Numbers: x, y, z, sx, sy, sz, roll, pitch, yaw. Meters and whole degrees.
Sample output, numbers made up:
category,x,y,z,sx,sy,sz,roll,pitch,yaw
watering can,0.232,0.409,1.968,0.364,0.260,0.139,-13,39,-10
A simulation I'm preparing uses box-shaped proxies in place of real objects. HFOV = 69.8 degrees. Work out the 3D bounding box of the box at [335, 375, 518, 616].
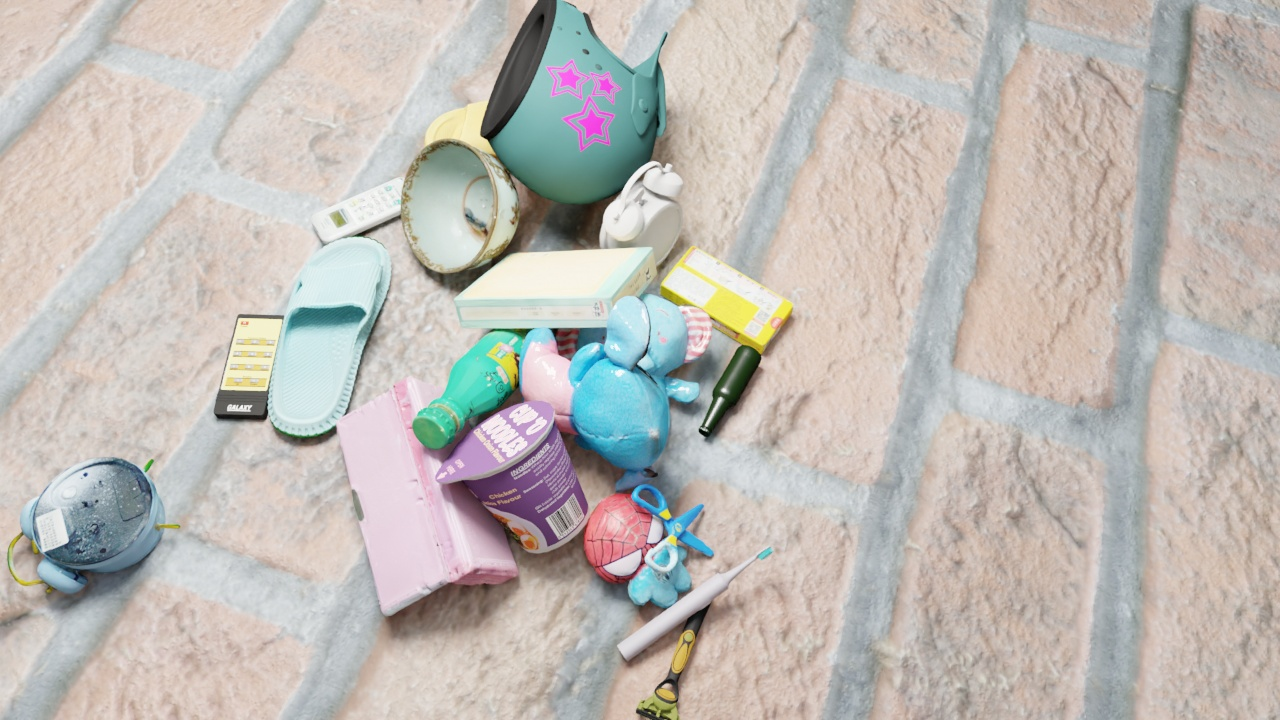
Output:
category,x,y,z,sx,sy,sz,roll,pitch,yaw
box,-0.233,0.146,0.981,0.116,0.106,0.232,-32,64,18

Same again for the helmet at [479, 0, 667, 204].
category,x,y,z,sx,sy,sz,roll,pitch,yaw
helmet,-0.064,-0.314,1.121,0.200,0.177,0.274,27,59,-26

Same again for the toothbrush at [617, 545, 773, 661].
category,x,y,z,sx,sy,sz,roll,pitch,yaw
toothbrush,0.058,0.246,0.943,0.188,0.018,0.019,-34,46,-8

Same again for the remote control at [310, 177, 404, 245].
category,x,y,z,sx,sy,sz,roll,pitch,yaw
remote control,-0.351,-0.190,1.175,0.133,0.022,0.050,-29,67,-18

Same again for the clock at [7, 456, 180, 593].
category,x,y,z,sx,sy,sz,roll,pitch,yaw
clock,-0.569,0.170,0.943,0.162,0.060,0.118,-25,65,-15

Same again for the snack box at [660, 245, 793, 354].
category,x,y,z,sx,sy,sz,roll,pitch,yaw
snack box,0.106,-0.076,1.140,0.152,0.025,0.075,32,64,14

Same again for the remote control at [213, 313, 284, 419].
category,x,y,z,sx,sy,sz,roll,pitch,yaw
remote control,-0.452,0.006,1.067,0.058,0.013,0.133,1,61,-3

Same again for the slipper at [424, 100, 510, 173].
category,x,y,z,sx,sy,sz,roll,pitch,yaw
slipper,-0.154,-0.305,1.220,0.263,0.079,0.099,4,61,-4

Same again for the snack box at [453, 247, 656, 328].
category,x,y,z,sx,sy,sz,roll,pitch,yaw
snack box,-0.095,-0.085,1.051,0.194,0.044,0.141,1,28,21

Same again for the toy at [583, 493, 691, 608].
category,x,y,z,sx,sy,sz,roll,pitch,yaw
toy,-0.003,0.201,0.963,0.133,0.062,0.092,44,67,7

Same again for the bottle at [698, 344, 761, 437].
category,x,y,z,sx,sy,sz,roll,pitch,yaw
bottle,0.102,0.037,1.073,0.033,0.033,0.122,27,64,11

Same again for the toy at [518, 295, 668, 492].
category,x,y,z,sx,sy,sz,roll,pitch,yaw
toy,-0.051,0.033,0.969,0.192,0.224,0.098,21,39,32

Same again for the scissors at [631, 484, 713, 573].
category,x,y,z,sx,sy,sz,roll,pitch,yaw
scissors,0.035,0.181,0.959,0.125,0.016,0.123,37,46,-28

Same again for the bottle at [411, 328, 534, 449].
category,x,y,z,sx,sy,sz,roll,pitch,yaw
bottle,-0.173,0.022,0.999,0.068,0.068,0.209,25,37,10

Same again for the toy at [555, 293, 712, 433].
category,x,y,z,sx,sy,sz,roll,pitch,yaw
toy,-0.006,0.006,1.048,0.183,0.115,0.180,-3,74,-1

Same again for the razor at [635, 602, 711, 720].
category,x,y,z,sx,sy,sz,roll,pitch,yaw
razor,0.042,0.298,0.935,0.044,0.021,0.143,21,60,8

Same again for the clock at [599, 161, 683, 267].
category,x,y,z,sx,sy,sz,roll,pitch,yaw
clock,0.001,-0.175,1.115,0.061,0.159,0.119,33,64,24

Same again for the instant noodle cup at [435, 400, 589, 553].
category,x,y,z,sx,sy,sz,roll,pitch,yaw
instant noodle cup,-0.121,0.131,0.946,0.136,0.122,0.122,-34,24,-14

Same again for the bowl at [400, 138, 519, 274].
category,x,y,z,sx,sy,sz,roll,pitch,yaw
bowl,-0.206,-0.187,1.130,0.160,0.160,0.093,47,28,20

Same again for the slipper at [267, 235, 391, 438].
category,x,y,z,sx,sy,sz,roll,pitch,yaw
slipper,-0.368,-0.042,1.069,0.116,0.070,0.275,4,62,2
